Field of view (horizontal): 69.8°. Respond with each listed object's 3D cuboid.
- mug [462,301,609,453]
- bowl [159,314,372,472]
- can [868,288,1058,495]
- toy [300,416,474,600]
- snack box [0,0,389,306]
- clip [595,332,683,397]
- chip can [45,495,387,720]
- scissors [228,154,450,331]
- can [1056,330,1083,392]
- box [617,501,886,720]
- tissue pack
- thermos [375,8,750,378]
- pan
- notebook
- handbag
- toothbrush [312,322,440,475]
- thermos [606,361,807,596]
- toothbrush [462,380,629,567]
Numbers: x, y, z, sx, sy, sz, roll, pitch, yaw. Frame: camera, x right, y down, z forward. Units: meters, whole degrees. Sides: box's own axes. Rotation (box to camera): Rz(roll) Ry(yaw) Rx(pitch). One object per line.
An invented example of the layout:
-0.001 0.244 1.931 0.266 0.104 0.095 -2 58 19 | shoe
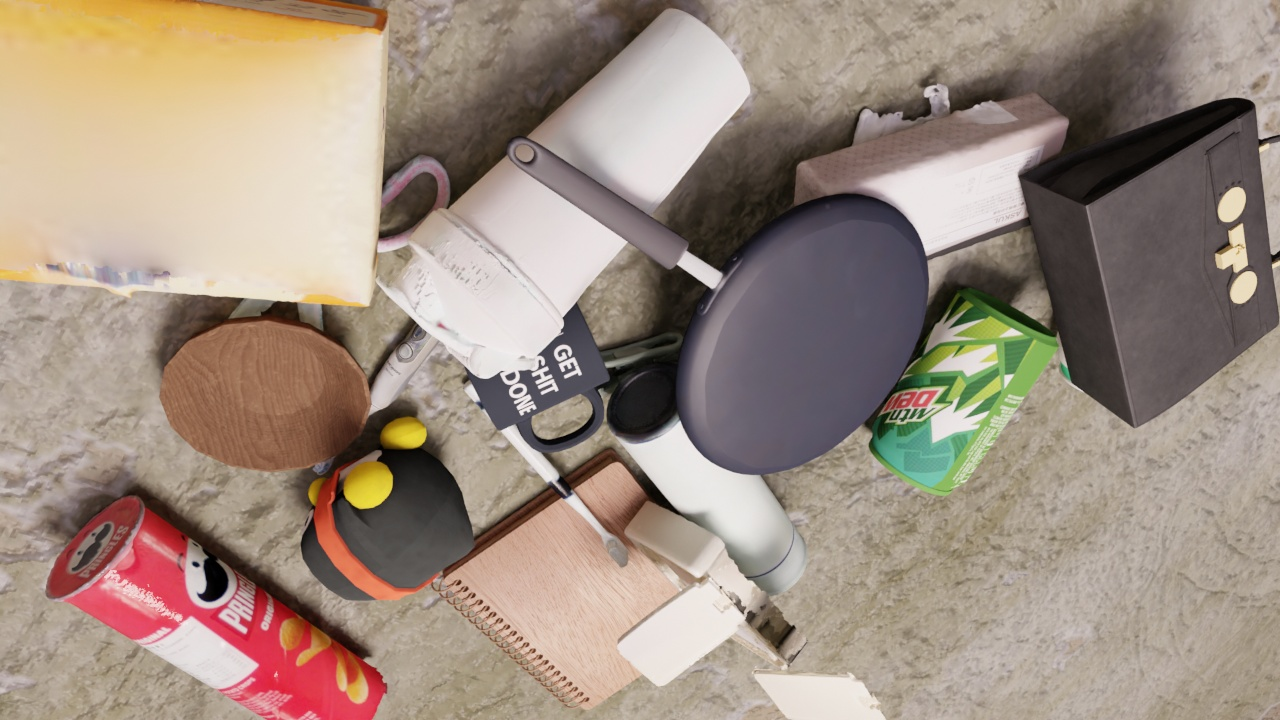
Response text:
-0.063 0.011 0.587 0.077 0.071 0.105 -25 113 -4 | mug
-0.224 0.016 0.555 0.117 0.030 0.118 -7 130 -9 | bowl
0.243 0.025 0.702 0.083 0.083 0.144 16 113 -27 | can
-0.173 0.111 0.600 0.119 0.097 0.100 -33 107 21 | toy
-0.227 -0.105 0.447 0.195 0.080 0.145 4 118 -14 | snack box
-0.004 0.002 0.638 0.076 0.023 0.047 -16 125 -8 | clip
-0.273 0.187 0.620 0.073 0.073 0.233 -35 125 2 | chip can
-0.179 -0.070 0.537 0.158 0.014 0.173 -5 120 -16 | scissors
0.377 -0.058 0.699 0.088 0.088 0.166 -9 122 -15 | can
0.060 0.200 0.635 0.101 0.194 0.143 -50 120 -16 | box
0.187 -0.121 0.616 0.181 0.071 0.104 -17 139 -7 | tissue pack
-0.035 -0.090 0.509 0.220 0.099 0.099 -46 124 -6 | thermos
0.059 -0.036 0.534 0.356 0.021 0.199 28 101 -42 | pan
-0.039 0.186 0.735 0.169 0.022 0.210 -35 125 1 | notebook
0.377 -0.082 0.607 0.196 0.072 0.176 -27 118 2 | handbag
-0.154 0.005 0.586 0.022 0.024 0.186 42 102 9 | toothbrush
0.056 0.094 0.673 0.068 0.068 0.230 -34 131 1 | thermos
-0.063 0.083 0.648 0.012 0.017 0.187 -37 114 3 | toothbrush
